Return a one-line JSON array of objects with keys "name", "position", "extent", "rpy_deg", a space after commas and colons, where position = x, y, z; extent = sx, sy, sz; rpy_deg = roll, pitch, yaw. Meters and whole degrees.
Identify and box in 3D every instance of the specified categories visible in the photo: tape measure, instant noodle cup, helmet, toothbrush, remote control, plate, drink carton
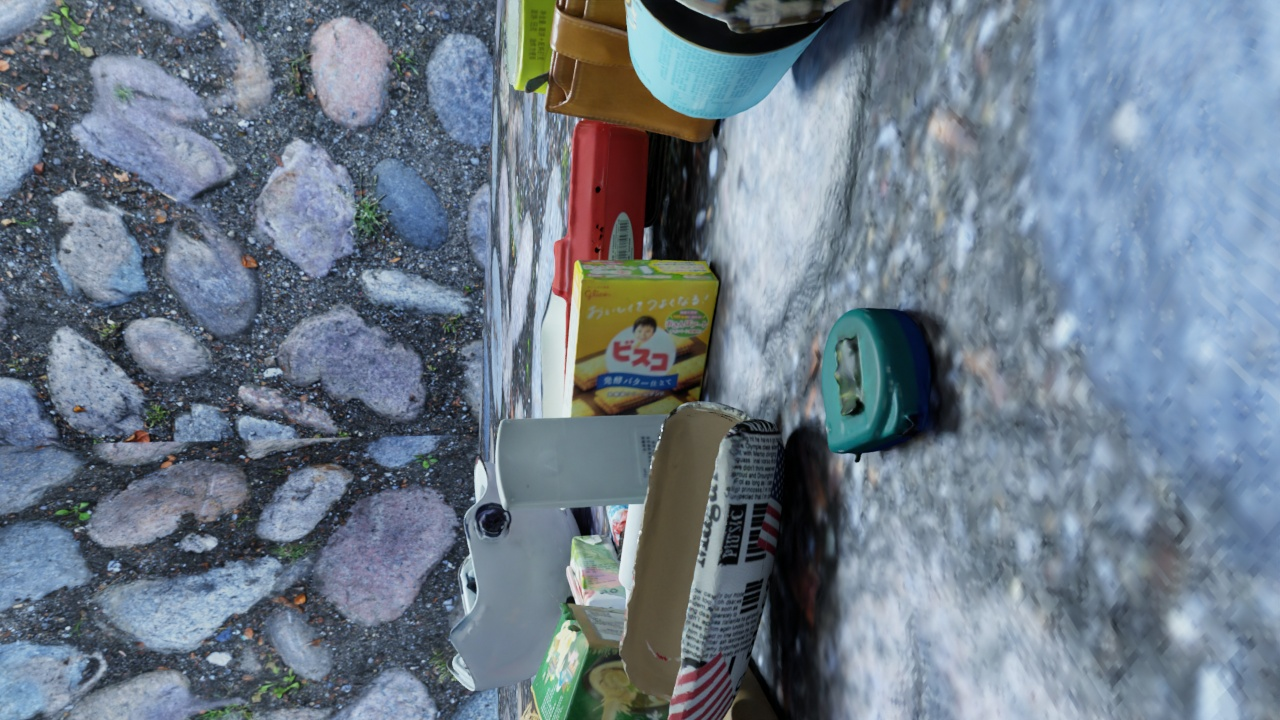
[{"name": "tape measure", "position": [0.086, 0.008, 0.346], "extent": [0.058, 0.025, 0.054], "rpy_deg": [131, 136, -70]}, {"name": "instant noodle cup", "position": [0.037, -0.163, 0.395], "extent": [0.120, 0.111, 0.111], "rpy_deg": [117, 151, -79]}, {"name": "helmet", "position": [-0.135, 0.242, 1.048], "extent": [0.230, 0.146, 0.258], "rpy_deg": [111, 163, -55]}, {"name": "toothbrush", "position": [-0.001, 0.153, 0.728], "extent": [0.026, 0.027, 0.221], "rpy_deg": [-90, 7, -57]}, {"name": "remote control", "position": [-0.022, 0.062, 0.569], "extent": [0.019, 0.135, 0.056], "rpy_deg": [111, 154, -62]}, {"name": "plate", "position": [-0.049, 0.006, 0.845], "extent": [0.162, 0.034, 0.265], "rpy_deg": [129, 143, -49]}, {"name": "instant noodle cup", "position": [-0.023, -0.212, 0.593], "extent": [0.112, 0.123, 0.111], "rpy_deg": [179, 91, -77]}, {"name": "drink carton", "position": [-0.040, 0.213, 0.852], "extent": [0.122, 0.045, 0.053], "rpy_deg": [-126, 37, -69]}]

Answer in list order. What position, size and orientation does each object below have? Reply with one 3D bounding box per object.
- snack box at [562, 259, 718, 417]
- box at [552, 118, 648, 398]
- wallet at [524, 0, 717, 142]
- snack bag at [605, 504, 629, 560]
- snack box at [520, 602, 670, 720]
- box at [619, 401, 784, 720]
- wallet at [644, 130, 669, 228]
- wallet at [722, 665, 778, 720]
[{"name": "snack box", "position": [-0.004, 0.003, 0.596], "extent": [0.033, 0.087, 0.141], "rpy_deg": [-113, 26, -59]}, {"name": "box", "position": [-0.025, -0.072, 0.675], "extent": [0.157, 0.069, 0.201], "rpy_deg": [-77, -11, -78]}, {"name": "wallet", "position": [-0.002, -0.183, 0.513], "extent": [0.131, 0.119, 0.035], "rpy_deg": [111, 161, -60]}, {"name": "snack bag", "position": [-0.016, 0.126, 0.789], "extent": [0.105, 0.026, 0.045], "rpy_deg": [-112, 22, -63]}, {"name": "snack box", "position": [-0.015, 0.236, 0.640], "extent": [0.118, 0.117, 0.105], "rpy_deg": [-154, 76, -73]}, {"name": "box", "position": [0.028, 0.104, 0.457], "extent": [0.086, 0.075, 0.162], "rpy_deg": [-5, -72, -79]}, {"name": "wallet", "position": [-0.001, -0.171, 0.735], "extent": [0.122, 0.020, 0.096], "rpy_deg": [-113, 29, -60]}, {"name": "wallet", "position": [0.053, 0.215, 0.482], "extent": [0.115, 0.033, 0.090], "rpy_deg": [-131, 45, -72]}]
